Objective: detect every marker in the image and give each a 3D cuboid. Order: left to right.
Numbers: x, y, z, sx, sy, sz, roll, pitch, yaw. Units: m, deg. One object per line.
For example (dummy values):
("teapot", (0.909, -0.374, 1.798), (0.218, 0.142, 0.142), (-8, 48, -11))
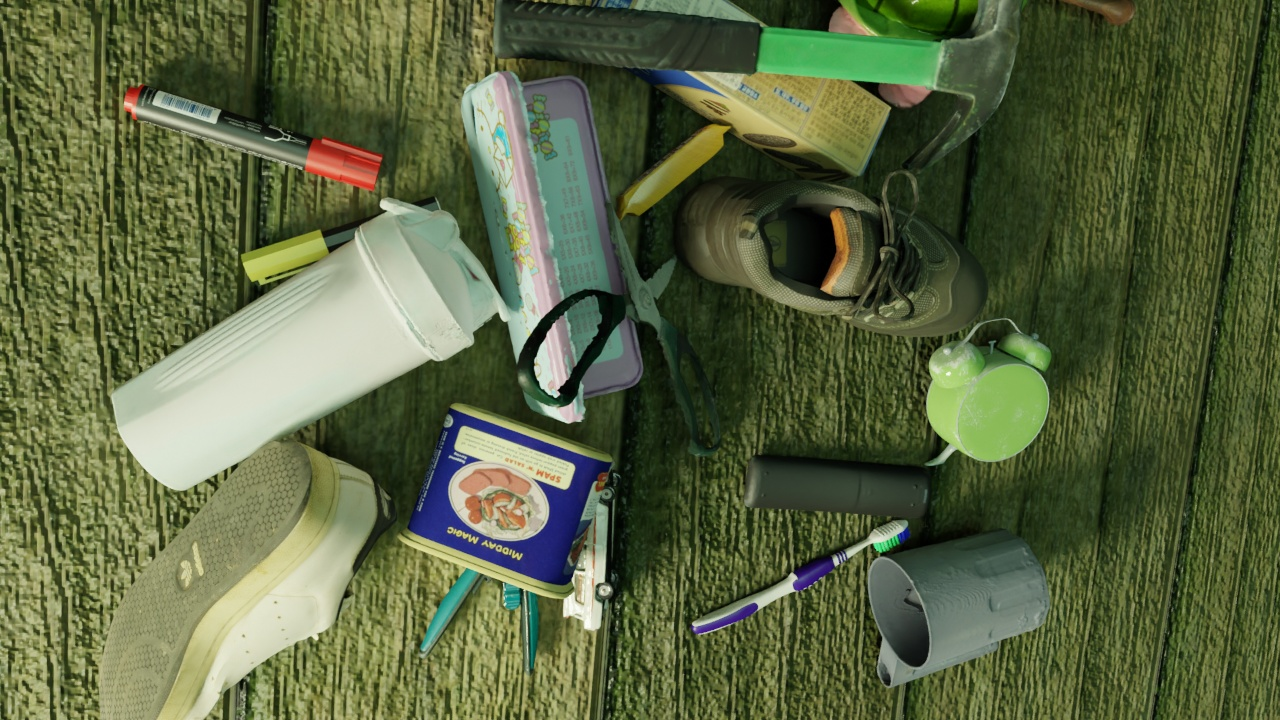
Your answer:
("marker", (-0.232, -0.136, 0.556), (0.145, 0.021, 0.023), (15, 101, -16))
("marker", (-0.186, -0.076, 0.579), (0.123, 0.017, 0.021), (-21, 103, -12))

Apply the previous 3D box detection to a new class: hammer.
("hammer", (0.072, -0.188, 0.557), (0.318, 0.032, 0.130), (2, 112, -8))

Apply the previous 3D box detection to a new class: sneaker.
("sneaker", (-0.240, 0.151, 0.570), (0.242, 0.089, 0.102), (-49, 145, 13))
("sneaker", (0.153, -0.072, 0.601), (0.237, 0.143, 0.101), (11, 94, -18))

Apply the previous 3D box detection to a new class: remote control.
("remote control", (0.151, 0.096, 0.689), (0.151, 0.020, 0.041), (6, 95, -14))

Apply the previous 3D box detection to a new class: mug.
("mug", (0.238, 0.194, 0.702), (0.104, 0.083, 0.124), (-12, 124, -15))

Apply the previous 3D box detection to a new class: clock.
("clock", (0.260, 0.025, 0.687), (0.094, 0.042, 0.119), (-10, 111, -14))

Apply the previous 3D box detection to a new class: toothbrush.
("toothbrush", (0.123, 0.165, 0.695), (0.186, 0.015, 0.016), (-24, 108, -10))

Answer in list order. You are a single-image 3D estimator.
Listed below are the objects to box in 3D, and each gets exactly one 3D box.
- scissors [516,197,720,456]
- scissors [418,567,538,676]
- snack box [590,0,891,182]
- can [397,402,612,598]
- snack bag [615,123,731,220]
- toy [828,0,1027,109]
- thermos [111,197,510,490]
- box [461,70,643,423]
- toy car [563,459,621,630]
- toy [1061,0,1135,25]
("scissors", (-0.003, 0.003, 0.580), (0.201, 0.015, 0.202), (-47, 122, -49))
("scissors", (-0.102, 0.154, 0.633), (0.124, 0.019, 0.156), (-20, 100, -13))
("snack box", (0.062, -0.190, 0.608), (0.206, 0.057, 0.056), (27, 87, -16))
("can", (-0.084, 0.088, 0.591), (0.116, 0.056, 0.092), (18, 87, 8))
("snack bag", (0.020, -0.128, 0.621), (0.099, 0.026, 0.020), (-40, 106, -5))
("toy", (0.201, -0.288, 0.611), (0.190, 0.088, 0.238), (24, 88, 1))
("thermos", (-0.195, -0.011, 0.547), (0.220, 0.099, 0.099), (-31, 104, -5))
("box", (-0.051, -0.072, 0.575), (0.089, 0.092, 0.214), (-13, 101, -12))
("toy car", (-0.035, 0.127, 0.638), (0.039, 0.039, 0.113), (2, 97, 6))
("toy", (0.314, -0.284, 0.668), (0.102, 0.041, 0.055), (11, 117, -8))
